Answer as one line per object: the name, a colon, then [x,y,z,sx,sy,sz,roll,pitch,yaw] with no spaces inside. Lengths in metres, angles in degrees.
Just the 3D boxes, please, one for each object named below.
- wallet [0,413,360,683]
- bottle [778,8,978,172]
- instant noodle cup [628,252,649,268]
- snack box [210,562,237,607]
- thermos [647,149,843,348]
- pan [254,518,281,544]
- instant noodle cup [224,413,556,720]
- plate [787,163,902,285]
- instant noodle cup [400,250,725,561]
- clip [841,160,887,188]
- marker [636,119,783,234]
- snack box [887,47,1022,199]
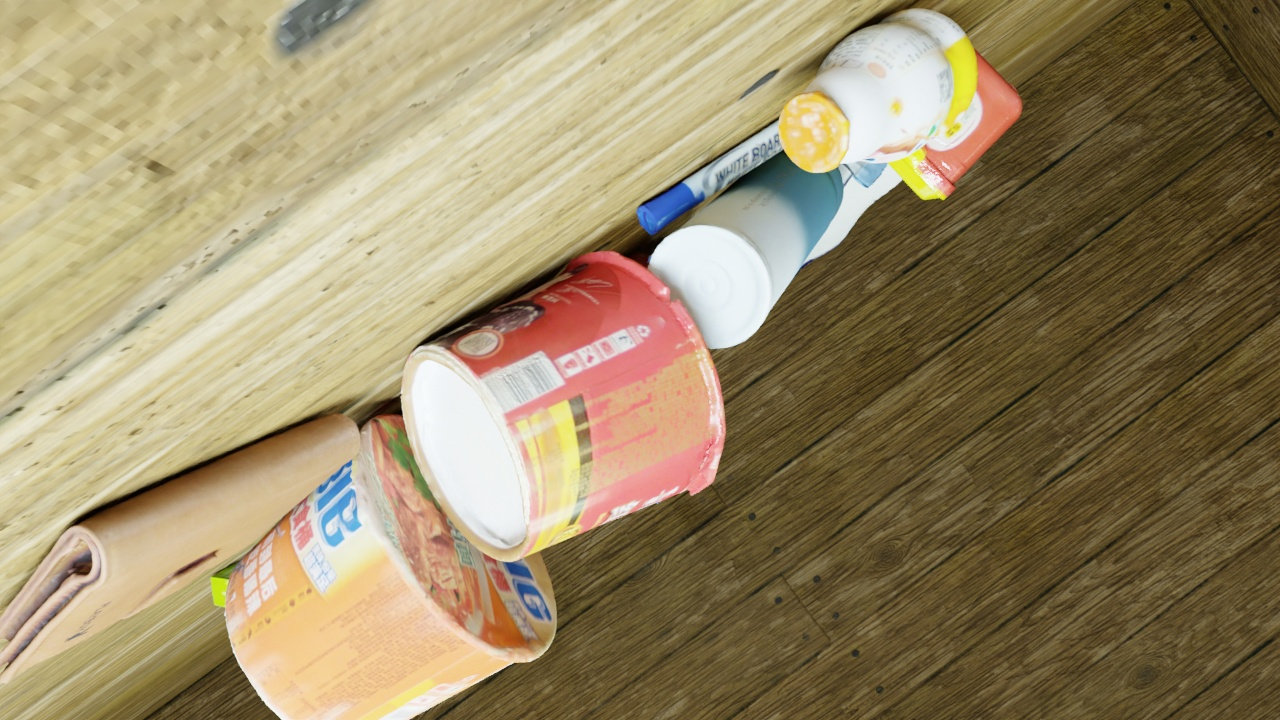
wallet: [-0.193,0.074,0.388,0.108,0.031,0.131,-39,176,27]
bottle: [0.109,-0.122,0.427,0.108,0.063,0.063,-34,178,-36]
instant noodle cup: [-0.004,0.004,0.638,0.165,0.079,0.188,137,-23,-73]
snack box: [-0.238,0.172,0.706,0.156,0.026,0.085,5,-167,20]
thermos: [0.071,-0.079,0.532,0.070,0.070,0.219,-37,-174,33]
pan: [-0.117,0.096,0.700,0.198,0.078,0.356,-39,167,32]
instant noodle cup: [-0.134,0.120,0.485,0.111,0.151,0.151,-38,178,10]
plate: [0.164,-0.144,0.723,0.204,0.045,0.205,-41,171,-9]
instant noodle cup: [-0.045,0.025,0.452,0.108,0.138,0.138,-24,172,-36]
clip: [0.139,-0.142,0.613,0.024,0.057,0.028,-50,178,6]
marker: [0.058,-0.111,0.497,0.145,0.017,0.017,-35,178,-20]
snack box: [0.181,-0.155,0.568,0.080,0.091,0.081,-44,176,21]
